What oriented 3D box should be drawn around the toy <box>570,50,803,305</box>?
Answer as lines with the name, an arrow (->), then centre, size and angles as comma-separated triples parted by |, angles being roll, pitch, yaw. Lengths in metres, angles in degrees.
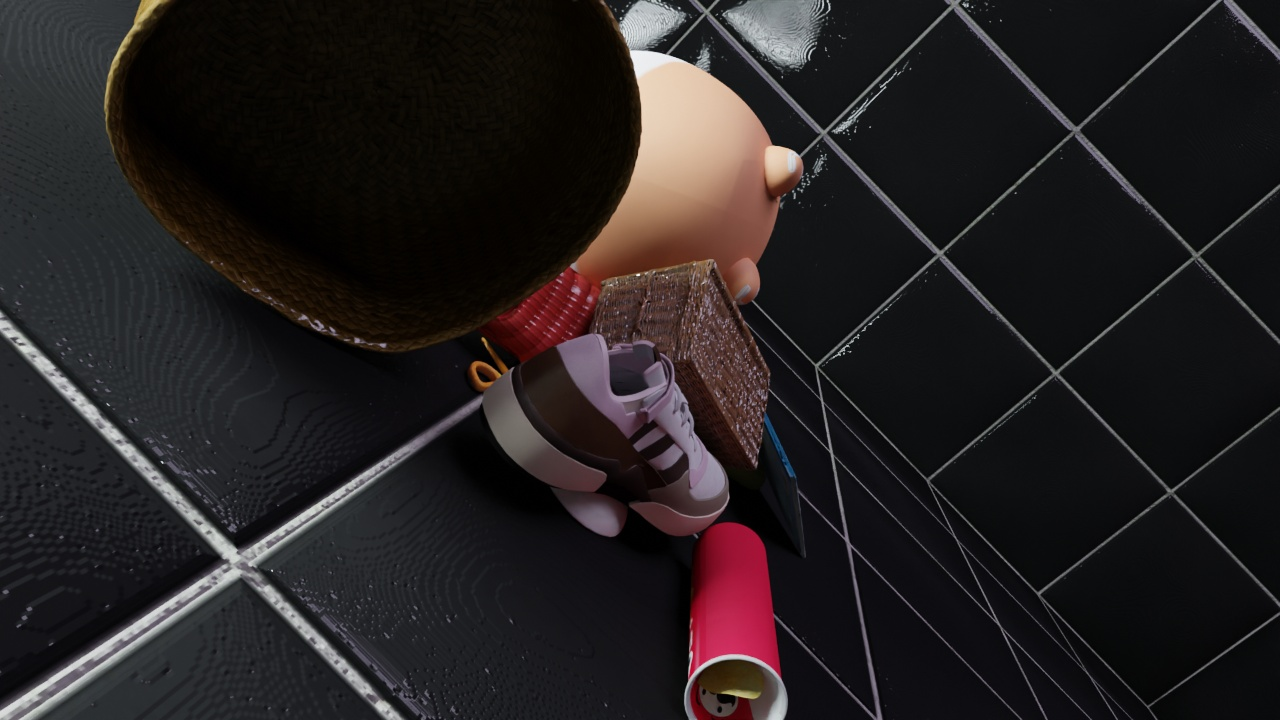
toy -> 0.017, -0.169, 0.934 | 0.281, 0.263, 0.265 | 24, 8, 29

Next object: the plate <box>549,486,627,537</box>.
plate -> -0.041, 0.097, 0.769 | 0.104, 0.026, 0.104 | 44, 18, -19

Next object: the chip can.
chip can -> 0.072, 0.204, 0.725 | 0.069, 0.069, 0.220 | 44, 13, -7

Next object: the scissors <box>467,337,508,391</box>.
scissors -> -0.110, 0.027, 0.817 | 0.131, 0.011, 0.125 | 51, 14, 11

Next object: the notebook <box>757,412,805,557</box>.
notebook -> 0.155, 0.101, 1.163 | 0.181, 0.009, 0.253 | 73, -2, -48

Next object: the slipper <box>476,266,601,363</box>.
slipper -> -0.072, -0.027, 0.861 | 0.059, 0.103, 0.249 | 16, -21, 46

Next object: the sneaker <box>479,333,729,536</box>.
sneaker -> 0.008, 0.051, 0.740 | 0.293, 0.117, 0.111 | 32, 25, -48

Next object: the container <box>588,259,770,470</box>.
container -> 0.038, 0.011, 0.860 | 0.198, 0.113, 0.113 | 55, 40, -46

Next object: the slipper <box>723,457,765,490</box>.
slipper -> 0.106, 0.087, 1.154 | 0.190, 0.082, 0.091 | 43, 16, -24

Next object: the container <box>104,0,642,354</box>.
container -> -0.174, -0.186, 0.628 | 0.306, 0.307, 0.196 | 34, 22, -41
